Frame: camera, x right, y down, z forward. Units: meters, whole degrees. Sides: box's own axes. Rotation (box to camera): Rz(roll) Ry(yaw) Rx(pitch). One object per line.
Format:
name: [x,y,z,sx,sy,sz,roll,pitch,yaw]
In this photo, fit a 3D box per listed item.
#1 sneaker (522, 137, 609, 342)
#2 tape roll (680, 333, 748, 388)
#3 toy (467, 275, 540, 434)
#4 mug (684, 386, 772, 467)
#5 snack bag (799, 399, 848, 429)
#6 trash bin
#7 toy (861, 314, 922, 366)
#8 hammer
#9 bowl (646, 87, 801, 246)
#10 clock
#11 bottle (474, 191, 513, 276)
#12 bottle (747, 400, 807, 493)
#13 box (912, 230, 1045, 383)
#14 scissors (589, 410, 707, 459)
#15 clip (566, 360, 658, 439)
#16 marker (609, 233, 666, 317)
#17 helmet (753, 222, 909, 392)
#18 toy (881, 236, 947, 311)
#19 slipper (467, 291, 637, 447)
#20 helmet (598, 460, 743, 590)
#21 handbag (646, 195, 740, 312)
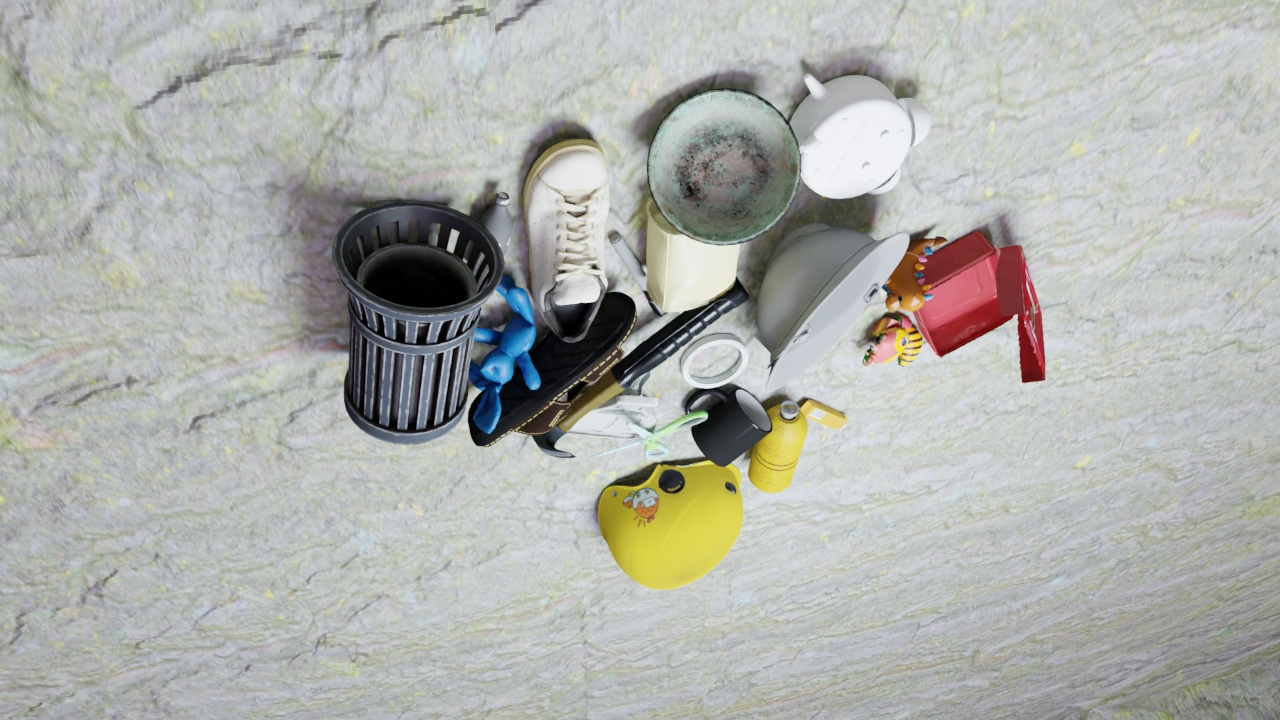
sneaker: [-0.077,-0.116,0.986,0.089,0.102,0.242,-5,136,-14]
tape roll: [0.100,0.001,1.239,0.093,0.013,0.093,-10,138,-9]
toy: [-0.165,-0.013,1.080,0.071,0.113,0.176,5,110,-42]
mug: [0.116,0.084,1.296,0.113,0.078,0.088,42,115,-15]
snack bag: [0.274,0.081,1.379,0.099,0.020,0.026,21,118,-35]
trash bin: [-0.245,-0.029,0.984,0.164,0.164,0.228,0,139,-19]
toy: [0.351,-0.023,1.277,0.103,0.046,0.084,6,111,-38]
hammer: [-0.007,0.007,1.149,0.333,0.117,0.025,-37,138,13]
bowl: [0.086,-0.199,0.955,0.157,0.038,0.157,0,99,2]
clock: [0.229,-0.234,0.988,0.160,0.072,0.126,5,133,-23]
bottle: [-0.159,-0.133,0.989,0.036,0.036,0.110,2,134,-22]
bottle: [0.205,0.121,1.360,0.071,0.071,0.164,-7,139,-12]
box: [0.436,-0.068,1.211,0.169,0.153,0.157,-4,145,32]
scissors: [0.013,0.108,1.252,0.171,0.022,0.174,-17,159,-5]
clip: [-0.032,0.067,1.236,0.124,0.072,0.143,6,143,-28]
marker: [-0.001,-0.101,1.094,0.016,0.016,0.140,-26,138,9]
helmet: [0.199,-0.087,1.112,0.182,0.117,0.272,-26,156,-40]
toy: [0.346,-0.109,1.149,0.103,0.090,0.070,-31,139,20]
slipper: [-0.101,0.020,1.119,0.268,0.113,0.075,-39,135,15]
helmet: [0.063,0.267,1.415,0.240,0.139,0.209,-21,138,3]
handbag: [0.061,-0.127,1.045,0.111,0.081,0.119,-14,137,-15]
